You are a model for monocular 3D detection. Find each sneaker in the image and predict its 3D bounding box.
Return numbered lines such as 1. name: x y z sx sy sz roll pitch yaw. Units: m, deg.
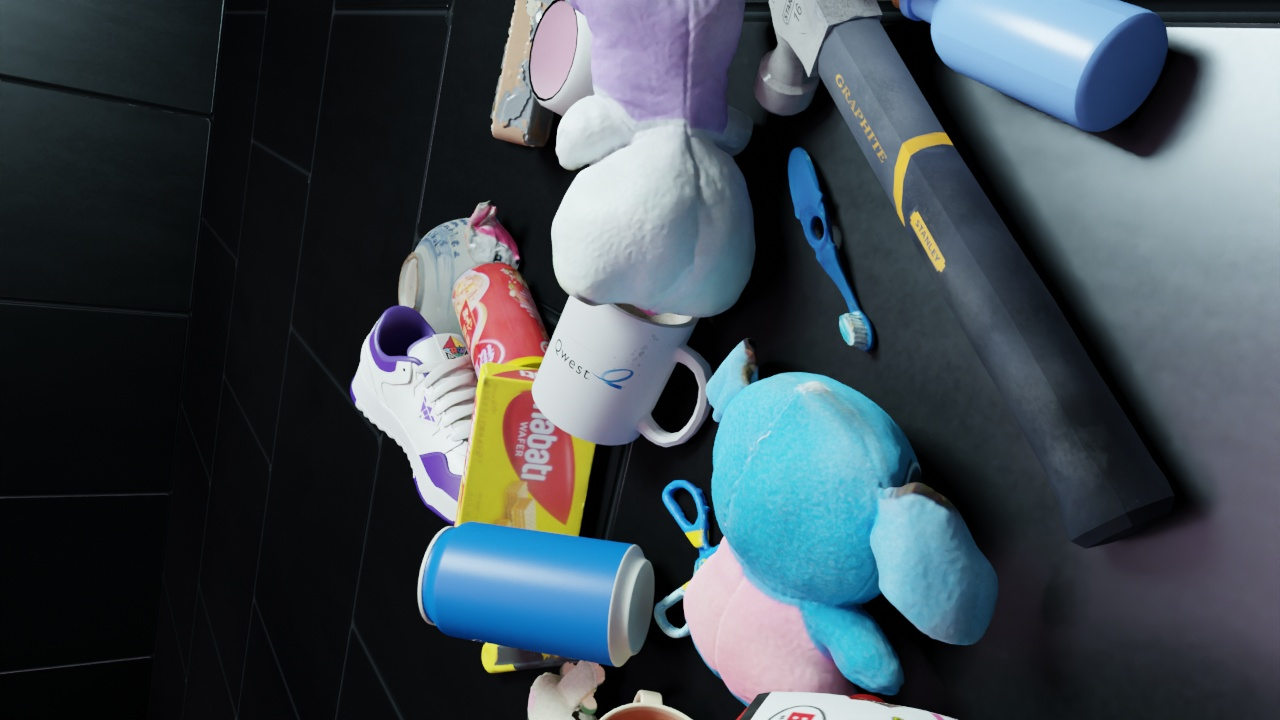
1. sneaker: -0.162 0.040 0.786 0.244 0.091 0.111 40 125 32

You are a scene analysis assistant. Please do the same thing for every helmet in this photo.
1. helmet: 0.071 0.271 0.328 0.236 0.230 0.315 40 120 13

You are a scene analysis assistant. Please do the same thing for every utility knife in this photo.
1. utility knife: -0.067 0.227 0.725 0.234 0.020 0.028 -29 66 49

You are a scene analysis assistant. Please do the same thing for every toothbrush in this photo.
1. toothbrush: 0.102 -0.064 0.505 0.021 0.016 0.132 -39 56 44

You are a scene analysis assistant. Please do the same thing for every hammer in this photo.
1. hammer: 0.134 -0.065 0.416 0.140 0.035 0.312 102 150 -63

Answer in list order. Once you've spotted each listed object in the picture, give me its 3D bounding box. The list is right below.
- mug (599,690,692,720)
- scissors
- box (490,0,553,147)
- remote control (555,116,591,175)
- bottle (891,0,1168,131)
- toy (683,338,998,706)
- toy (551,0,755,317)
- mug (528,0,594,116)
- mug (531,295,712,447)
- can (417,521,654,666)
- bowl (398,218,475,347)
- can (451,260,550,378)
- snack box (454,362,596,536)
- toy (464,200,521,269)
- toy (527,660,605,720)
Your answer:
1. mug: -0.002 0.268 0.578 0.111 0.085 0.104 -86 9 -55
2. scissors: 0.040 0.132 0.578 0.125 0.014 0.131 51 128 44
3. box: -0.086 -0.293 0.773 0.157 0.071 0.217 -138 58 -63
4. remote control: -0.037 -0.156 0.713 0.046 0.021 0.140 -56 43 34
5. bottle: 0.158 -0.146 0.401 0.131 0.048 0.048 50 127 45
6. toy: 0.074 0.090 0.471 0.224 0.098 0.192 48 135 51
7. toy: 0.016 -0.125 0.529 0.086 0.137 0.209 20 113 58
8. mug: -0.037 -0.224 0.669 0.123 0.076 0.090 58 132 41
9. mug: -0.004 0.003 0.609 0.119 0.082 0.097 36 120 19
10. can: -0.069 0.156 0.622 0.146 0.079 0.079 5 91 17
11. bowl: -0.204 -0.072 0.912 0.151 0.056 0.150 -11 77 60
12. can: -0.112 -0.018 0.768 0.067 0.066 0.124 -57 44 36
13. snack box: -0.090 0.107 0.697 0.042 0.092 0.201 -133 53 -72
14. toy: -0.131 -0.092 0.829 0.065 0.050 0.102 -79 -6 -81
15. toy: -0.054 0.267 0.675 0.087 0.050 0.112 45 140 52
